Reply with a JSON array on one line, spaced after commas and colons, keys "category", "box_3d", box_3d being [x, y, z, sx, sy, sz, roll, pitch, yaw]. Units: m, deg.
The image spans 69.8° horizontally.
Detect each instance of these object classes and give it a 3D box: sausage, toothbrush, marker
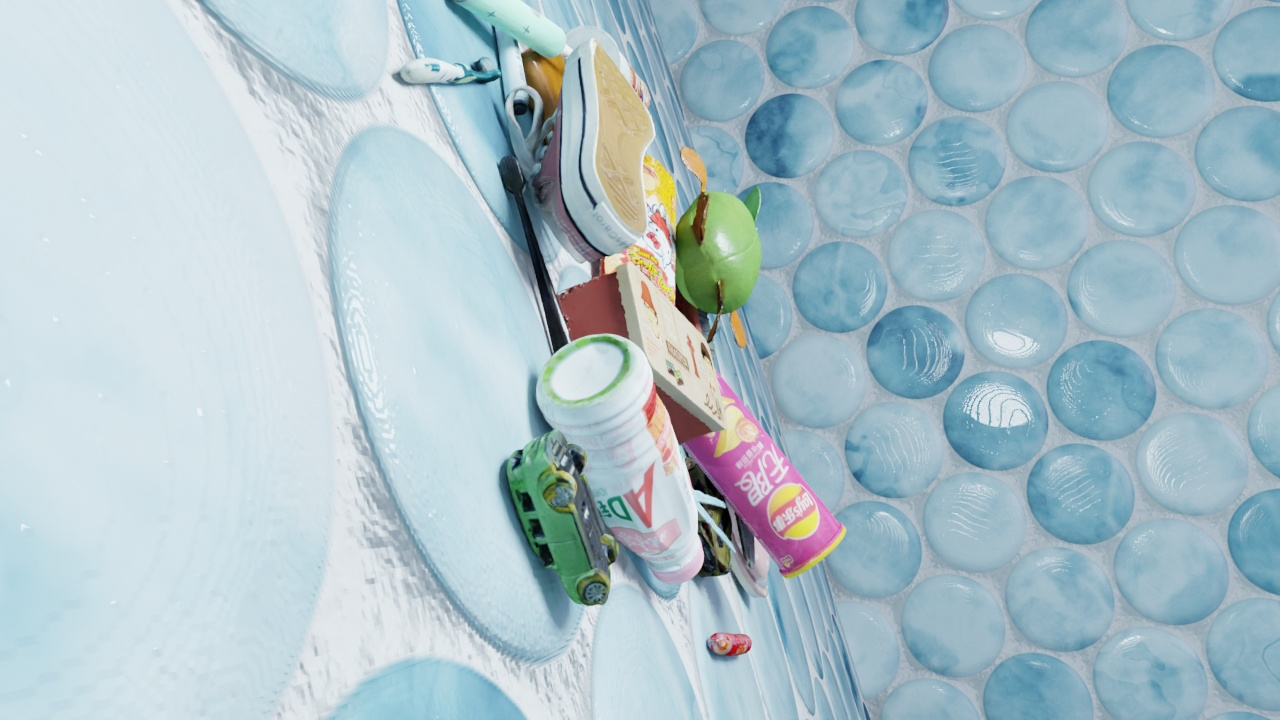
[{"category": "sausage", "box_3d": [0.083, 0.259, 0.835, 0.156, 0.020, 0.020, 46, 28, -67]}, {"category": "toothbrush", "box_3d": [-0.082, -0.255, 0.711, 0.026, 0.027, 0.224, 48, 17, 14]}, {"category": "toothbrush", "box_3d": [-0.063, -0.050, 0.606, 0.018, 0.015, 0.181, 62, 11, -81]}, {"category": "toothbrush", "box_3d": [-0.113, -0.178, 0.560, 0.018, 0.016, 0.191, 60, 13, -12]}, {"category": "marker", "box_3d": [-0.104, -0.242, 0.711, 0.022, 0.018, 0.130, 25, 43, -47]}]

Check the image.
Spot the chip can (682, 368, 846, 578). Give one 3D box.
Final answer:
[{"category": "chip can", "box_3d": [0.093, 0.092, 0.830, 0.210, 0.071, 0.071, 52, 10, 3]}]

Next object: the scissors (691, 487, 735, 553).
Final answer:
[{"category": "scissors", "box_3d": [0.037, 0.112, 0.761, 0.133, 0.017, 0.125, 52, 20, -5]}]

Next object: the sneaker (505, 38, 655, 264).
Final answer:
[{"category": "sneaker", "box_3d": [-0.046, -0.148, 0.660, 0.118, 0.088, 0.240, 47, 28, -35]}]

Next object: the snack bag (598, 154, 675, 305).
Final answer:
[{"category": "snack bag", "box_3d": [-0.003, -0.102, 0.872, 0.128, 0.073, 0.207, 50, 29, -43]}]

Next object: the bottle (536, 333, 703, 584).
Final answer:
[{"category": "bottle", "box_3d": [-0.003, 0.073, 0.582, 0.068, 0.068, 0.197, -96, 168, -47]}]

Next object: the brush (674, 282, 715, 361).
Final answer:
[{"category": "brush", "box_3d": [0.036, -0.045, 1.007, 0.069, 0.063, 0.145, 23, 43, -35]}]

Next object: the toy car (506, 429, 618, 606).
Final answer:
[{"category": "toy car", "box_3d": [-0.037, 0.080, 0.459, 0.043, 0.036, 0.091, -74, 143, -74]}]

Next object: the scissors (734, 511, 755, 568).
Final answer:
[{"category": "scissors", "box_3d": [0.086, 0.112, 0.906, 0.136, 0.022, 0.234, 52, 22, -5]}]

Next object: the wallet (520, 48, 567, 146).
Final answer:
[{"category": "wallet", "box_3d": [-0.069, -0.215, 0.814, 0.118, 0.035, 0.131, -72, 143, -61]}]

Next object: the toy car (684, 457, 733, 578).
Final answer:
[{"category": "toy car", "box_3d": [0.061, 0.141, 0.861, 0.158, 0.042, 0.070, -87, 158, -69]}]

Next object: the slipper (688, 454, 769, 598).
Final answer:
[{"category": "slipper", "box_3d": [0.101, 0.143, 1.023, 0.114, 0.054, 0.274, -76, 145, -70]}]

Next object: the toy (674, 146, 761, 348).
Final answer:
[{"category": "toy", "box_3d": [0.082, -0.118, 0.983, 0.246, 0.090, 0.227, -54, 132, -68]}]

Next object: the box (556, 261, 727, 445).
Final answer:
[{"category": "box", "box_3d": [-0.004, 0.004, 0.685, 0.168, 0.079, 0.091, 41, 33, -59]}]

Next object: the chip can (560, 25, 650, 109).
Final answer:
[{"category": "chip can", "box_3d": [-0.039, -0.300, 0.996, 0.214, 0.071, 0.071, -36, 108, -80]}]
